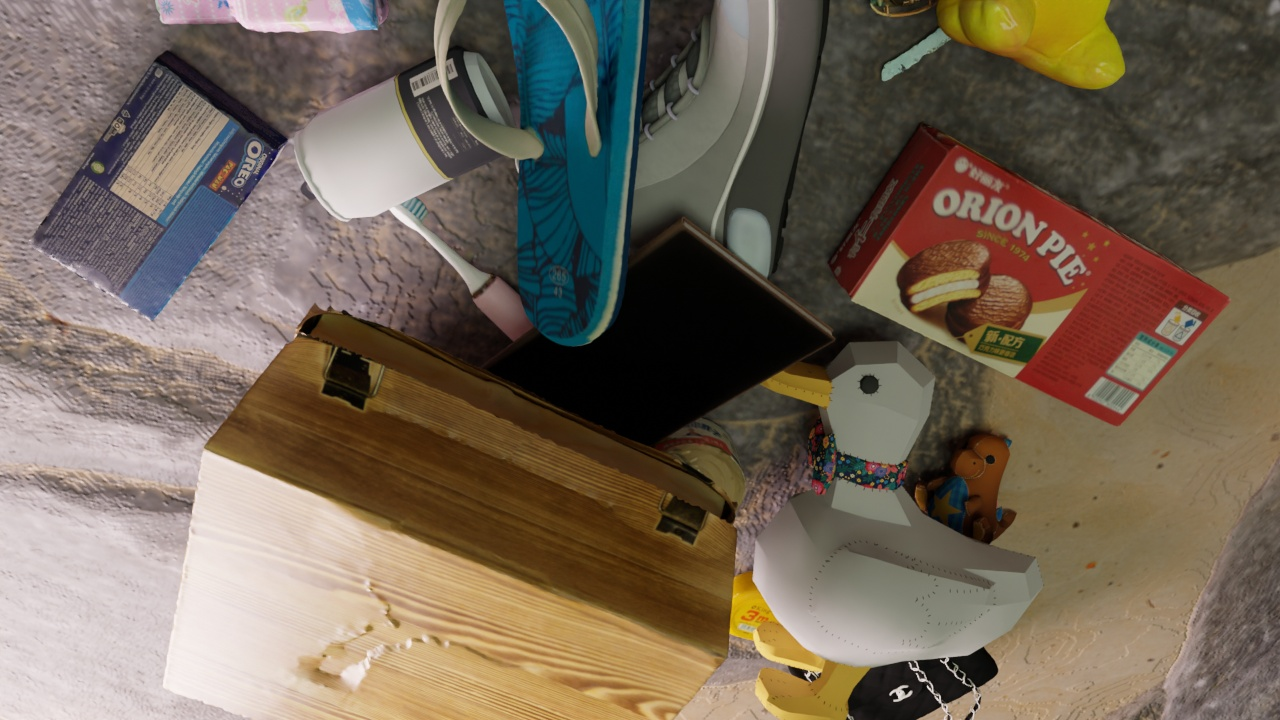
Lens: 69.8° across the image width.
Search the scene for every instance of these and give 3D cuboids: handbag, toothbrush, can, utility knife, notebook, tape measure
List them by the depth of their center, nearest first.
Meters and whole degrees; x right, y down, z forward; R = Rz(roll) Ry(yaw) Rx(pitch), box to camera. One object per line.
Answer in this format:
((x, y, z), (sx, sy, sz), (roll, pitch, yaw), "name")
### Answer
((-0.140, -0.127, 0.530), (0.127, 0.064, 0.064), (-23, 119, 8), "can")
((0.218, -0.215, 0.543), (0.169, 0.015, 0.022), (-33, 111, 16), "utility knife")
((-0.003, 0.003, 0.581), (0.210, 0.008, 0.141), (-33, 133, 32), "notebook")
((-0.082, -0.029, 0.612), (0.222, 0.026, 0.027), (46, 150, -25), "toothbrush")
((0.032, 0.086, 0.679), (0.086, 0.043, 0.086), (-2, 120, -4), "can")
((0.200, 0.254, 0.749), (0.154, 0.114, 0.125), (-33, 116, 17), "handbag")
((0.093, 0.200, 0.756), (0.068, 0.030, 0.059), (19, 116, -18), "tape measure")

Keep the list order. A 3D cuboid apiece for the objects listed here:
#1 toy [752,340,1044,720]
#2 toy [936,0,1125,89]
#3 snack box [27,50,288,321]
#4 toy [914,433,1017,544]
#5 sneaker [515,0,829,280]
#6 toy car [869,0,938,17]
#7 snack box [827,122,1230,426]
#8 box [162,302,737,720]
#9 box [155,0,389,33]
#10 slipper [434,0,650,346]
((0.164, 0.124, 0.651), (0.247, 0.140, 0.268), (21, 104, 1), "toy")
((0.227, -0.248, 0.478), (0.134, 0.087, 0.194), (2, 112, -22), "toy")
((-0.289, -0.101, 0.553), (0.082, 0.027, 0.150), (38, 111, -25), "snack box")
((0.271, 0.101, 0.716), (0.102, 0.070, 0.090), (6, 108, -34), "toy")
((0.009, -0.138, 0.491), (0.160, 0.092, 0.257), (3, 146, 4), "sneaker")
((0.148, -0.244, 0.500), (0.047, 0.047, 0.112), (-11, 120, 5), "toy car")
((0.256, -0.052, 0.611), (0.236, 0.060, 0.113), (22, 115, -17), "snack box")
((-0.109, 0.119, 0.561), (0.279, 0.175, 0.248), (25, 128, -6), "box")
((-0.218, -0.284, 0.453), (0.159, 0.035, 0.231), (-1, 119, -4), "box")
((-0.049, -0.152, 0.450), (0.060, 0.118, 0.295), (-8, 100, -43), "slipper")
